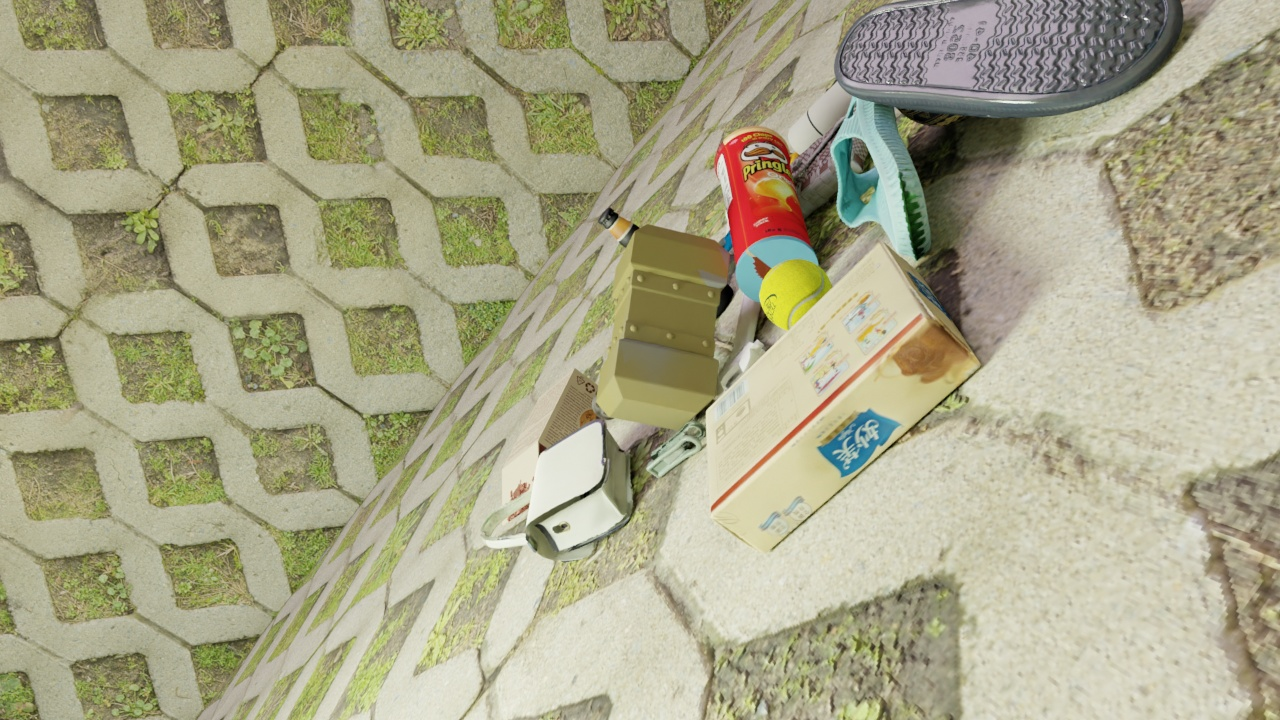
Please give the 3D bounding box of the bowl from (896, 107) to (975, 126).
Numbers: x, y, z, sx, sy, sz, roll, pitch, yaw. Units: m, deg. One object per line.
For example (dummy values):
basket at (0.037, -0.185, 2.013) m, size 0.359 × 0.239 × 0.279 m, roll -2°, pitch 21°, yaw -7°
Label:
bowl at (0.295, -0.258, 0.842) m, size 0.113 × 0.061 × 0.112 m, roll -48°, pitch 15°, yaw 17°

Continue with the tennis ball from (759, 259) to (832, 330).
tennis ball at (0.142, -0.059, 0.835) m, size 0.065 × 0.065 × 0.065 m, roll -48°, pitch 15°, yaw 17°

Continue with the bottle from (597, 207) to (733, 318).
bottle at (0.026, -0.118, 1.097) m, size 0.059 × 0.181 × 0.059 m, roll -48°, pitch 15°, yaw 17°

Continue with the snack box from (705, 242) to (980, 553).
snack box at (0.136, 0.023, 0.680) m, size 0.208 × 0.055 × 0.153 m, roll -46°, pitch 16°, yaw 21°

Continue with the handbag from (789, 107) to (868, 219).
handbag at (0.193, -0.210, 1.074) m, size 0.186 × 0.047 × 0.123 m, roll -39°, pitch 19°, yaw 44°

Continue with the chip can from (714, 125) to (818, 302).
chip can at (0.131, -0.159, 0.975) m, size 0.087 × 0.087 × 0.213 m, roll -43°, pitch 31°, yaw 32°

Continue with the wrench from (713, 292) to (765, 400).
wrench at (0.115, -0.045, 0.984) m, size 0.066 × 0.018 × 0.272 m, roll -43°, pitch 16°, yaw 34°

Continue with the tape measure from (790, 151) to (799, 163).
tape measure at (0.190, -0.242, 1.192) m, size 0.059 × 0.030 × 0.068 m, roll -41°, pitch 18°, yaw 32°

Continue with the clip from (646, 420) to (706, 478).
clip at (0.036, 0.088, 0.904) m, size 0.076 × 0.023 × 0.043 m, roll -42°, pitch 19°, yaw 40°

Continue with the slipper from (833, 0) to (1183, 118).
slipper at (0.284, -0.235, 0.735) m, size 0.268 × 0.083 × 0.110 m, roll 15°, pitch 83°, yaw 44°

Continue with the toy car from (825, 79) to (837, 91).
toy car at (0.280, -0.361, 1.185) m, size 0.046 × 0.034 × 0.112 m, roll -55°, pitch 16°, yaw -8°

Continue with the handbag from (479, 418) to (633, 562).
handbag at (-0.092, 0.157, 0.990) m, size 0.176 × 0.074 × 0.151 m, roll -30°, pitch 21°, yaw 10°

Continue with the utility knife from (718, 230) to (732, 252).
utility knife at (0.107, -0.146, 1.171) m, size 0.207 × 0.015 × 0.031 m, roll 126°, pitch 147°, yaw -49°

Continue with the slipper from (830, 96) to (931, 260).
slipper at (0.206, -0.174, 0.825) m, size 0.069 × 0.116 × 0.275 m, roll -10°, pitch 33°, yaw 13°

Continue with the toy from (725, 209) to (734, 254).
toy at (0.136, -0.203, 1.202) m, size 0.076 × 0.037 × 0.125 m, roll 129°, pitch 160°, yaw -58°

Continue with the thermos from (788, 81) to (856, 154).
thermos at (0.270, -0.332, 1.112) m, size 0.225 × 0.052 × 0.052 m, roll -40°, pitch 19°, yaw 39°

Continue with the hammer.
hammer at (-0.006, 0.006, 1.040) m, size 0.326 × 0.100 × 0.190 m, roll 126°, pitch 154°, yaw -66°

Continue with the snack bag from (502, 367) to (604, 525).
snack bag at (-0.119, 0.120, 1.204) m, size 0.095 × 0.070 × 0.205 m, roll -38°, pitch 20°, yaw 43°
